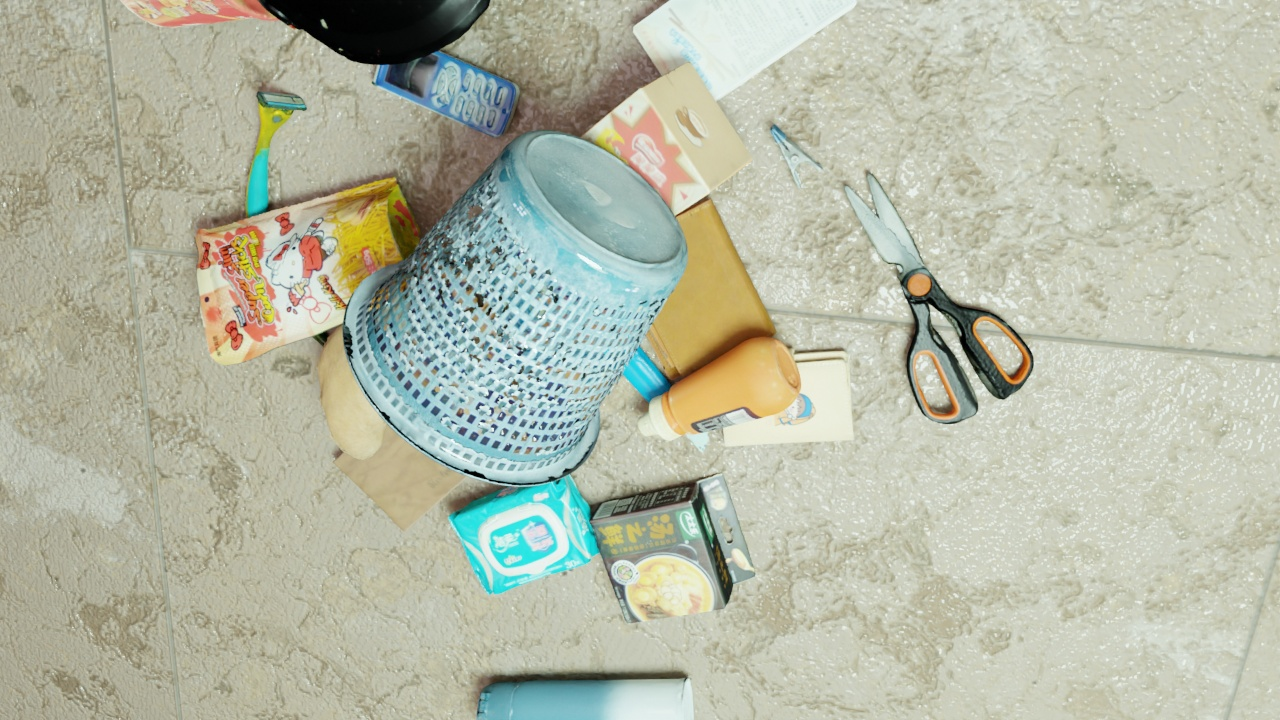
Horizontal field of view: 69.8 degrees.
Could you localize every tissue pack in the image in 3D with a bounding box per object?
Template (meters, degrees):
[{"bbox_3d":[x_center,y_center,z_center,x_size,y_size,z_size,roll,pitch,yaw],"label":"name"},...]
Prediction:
[{"bbox_3d":[-0.110,0.164,0.878,0.134,0.050,0.093,-23,102,16],"label":"tissue pack"}]

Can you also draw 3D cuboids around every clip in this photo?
[{"bbox_3d":[0.123,-0.169,0.751,0.026,0.024,0.056,-38,103,21],"label":"clip"}]

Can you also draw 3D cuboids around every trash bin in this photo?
[{"bbox_3d":[-0.076,-0.051,0.685,0.226,0.225,0.196,40,123,-4],"label":"trash bin"}]

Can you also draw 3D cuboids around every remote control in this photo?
[{"bbox_3d":[-0.165,-0.234,0.779,0.125,0.024,0.049,24,109,1],"label":"remote control"}]

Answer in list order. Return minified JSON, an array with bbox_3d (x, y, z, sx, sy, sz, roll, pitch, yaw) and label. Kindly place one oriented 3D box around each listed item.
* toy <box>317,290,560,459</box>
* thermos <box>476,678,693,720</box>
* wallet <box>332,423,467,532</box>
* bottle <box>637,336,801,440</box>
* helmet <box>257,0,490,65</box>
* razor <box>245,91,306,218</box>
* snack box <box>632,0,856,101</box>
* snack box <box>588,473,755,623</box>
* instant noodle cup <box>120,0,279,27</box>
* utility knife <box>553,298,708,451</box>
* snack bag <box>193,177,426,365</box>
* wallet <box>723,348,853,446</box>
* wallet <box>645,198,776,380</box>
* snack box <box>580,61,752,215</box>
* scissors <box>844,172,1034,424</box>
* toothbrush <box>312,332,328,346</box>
[{"bbox_3d":[-0.180,0.005,0.817,0.226,0.082,0.143,-10,82,9],"label":"toy"},{"bbox_3d":[-0.057,0.353,0.921,0.221,0.070,0.070,-5,106,12],"label":"thermos"},{"bbox_3d":[-0.230,0.101,0.890,0.101,0.020,0.115,46,116,-7],"label":"wallet"},{"bbox_3d":[0.061,0.032,0.786,0.150,0.066,0.067,-25,101,27],"label":"bottle"},{"bbox_3d":[-0.200,-0.347,0.645,0.234,0.230,0.274,-39,58,18],"label":"helmet"},{"bbox_3d":[-0.337,-0.175,0.825,0.028,0.043,0.133,33,116,27],"label":"razor"},{"bbox_3d":[0.081,-0.271,0.724,0.157,0.026,0.085,-31,100,17],"label":"snack box"},{"bbox_3d":[0.031,0.178,0.862,0.126,0.053,0.113,-15,104,19],"label":"snack box"},{"bbox_3d":[-0.353,-0.331,0.733,0.109,0.137,0.138,-5,106,20],"label":"instant noodle cup"},{"bbox_3d":[-0.005,0.005,0.828,0.034,0.018,0.203,-38,98,22],"label":"utility knife"},{"bbox_3d":[-0.297,-0.082,0.813,0.208,0.073,0.128,-16,84,8],"label":"snack bag"},{"bbox_3d":[0.128,0.032,0.811,0.115,0.024,0.087,-4,103,13],"label":"wallet"},{"bbox_3d":[0.042,-0.058,0.794,0.108,0.031,0.132,-26,101,13],"label":"wallet"},{"bbox_3d":[0.015,-0.163,0.725,0.095,0.076,0.093,-26,102,44],"label":"snack box"},{"bbox_3d":[0.251,-0.059,0.766,0.161,0.021,0.234,-7,102,5],"label":"scissors"},{"bbox_3d":[-0.289,-0.004,0.878,0.186,0.012,0.017,43,120,-5],"label":"toothbrush"}]
